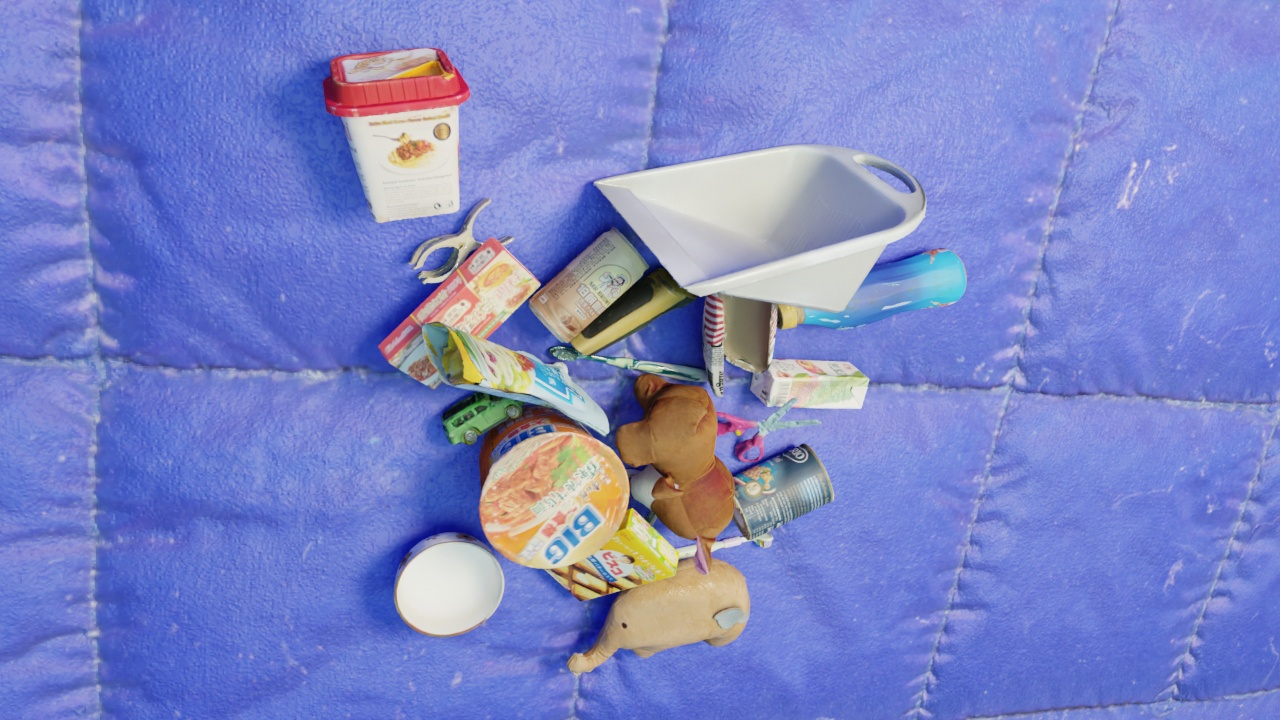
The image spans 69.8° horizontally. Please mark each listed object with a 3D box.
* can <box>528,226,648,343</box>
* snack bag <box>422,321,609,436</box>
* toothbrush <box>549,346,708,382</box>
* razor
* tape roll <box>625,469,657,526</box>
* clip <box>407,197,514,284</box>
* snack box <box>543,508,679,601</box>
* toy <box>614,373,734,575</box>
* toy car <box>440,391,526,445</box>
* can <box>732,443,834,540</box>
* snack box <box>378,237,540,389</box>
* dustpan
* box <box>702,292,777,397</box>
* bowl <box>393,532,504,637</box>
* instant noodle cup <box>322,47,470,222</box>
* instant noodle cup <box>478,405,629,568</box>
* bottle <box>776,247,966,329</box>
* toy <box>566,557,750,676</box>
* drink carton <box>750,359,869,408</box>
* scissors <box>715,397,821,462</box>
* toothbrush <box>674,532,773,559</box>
[{"bbox_3d":[-0.052,-0.075,0.915,0.116,0.058,0.058,-42,117,0],"label":"can"},{"bbox_3d":[-0.114,0.016,0.875,0.190,0.110,0.039,21,103,-47],"label":"snack bag"},{"bbox_3d":[-0.006,0.006,0.984,0.191,0.018,0.016,10,106,-21],"label":"toothbrush"},{"bbox_3d":[0.001,-0.060,0.944,0.167,0.062,0.067,-33,148,1],"label":"razor"},{"bbox_3d":[-0.018,0.164,1.041,0.085,0.014,0.086,-6,111,-16],"label":"tape roll"},{"bbox_3d":[-0.174,-0.111,0.877,0.100,0.035,0.072,-33,115,-10],"label":"clip"},{"bbox_3d":[-0.038,0.214,1.002,0.141,0.033,0.087,-25,121,30],"label":"snack box"},{"bbox_3d":[0.040,0.120,0.979,0.131,0.139,0.200,-11,125,26],"label":"toy"},{"bbox_3d":[-0.160,0.052,0.935,0.091,0.043,0.036,-27,115,-7],"label":"toy car"},{"bbox_3d":[0.156,0.152,1.060,0.111,0.075,0.075,-24,115,-8],"label":"can"},{"bbox_3d":[-0.173,-0.044,0.887,0.153,0.025,0.075,-44,148,1],"label":"snack box"},{"bbox_3d":[0.129,-0.152,0.865,0.257,0.222,0.143,12,118,-33],"label":"dustpan"},{"bbox_3d":[0.089,-0.022,0.944,0.087,0.076,0.163,-50,158,-23],"label":"box"},{"bbox_3d":[-0.206,0.229,0.976,0.113,0.062,0.113,-7,112,-18],"label":"bowl"},{"bbox_3d":[-0.206,-0.195,0.797,0.116,0.116,0.124,-11,125,-14],"label":"instant noodle cup"},{"bbox_3d":[-0.099,0.120,0.943,0.151,0.111,0.151,-6,111,-16],"label":"instant noodle cup"},{"bbox_3d":[0.250,-0.073,1.013,0.218,0.065,0.065,-13,113,-14],"label":"bottle"},{"bbox_3d":[0.020,0.297,1.065,0.225,0.082,0.143,-9,118,-14],"label":"toy"},{"bbox_3d":[0.191,0.028,1.038,0.122,0.053,0.045,2,112,-19],"label":"drink carton"},{"bbox_3d":[0.139,0.081,1.026,0.134,0.017,0.113,-6,130,25],"label":"scissors"},{"bbox_3d":[0.067,0.228,1.091,0.189,0.029,0.020,-7,69,-15],"label":"toothbrush"}]
